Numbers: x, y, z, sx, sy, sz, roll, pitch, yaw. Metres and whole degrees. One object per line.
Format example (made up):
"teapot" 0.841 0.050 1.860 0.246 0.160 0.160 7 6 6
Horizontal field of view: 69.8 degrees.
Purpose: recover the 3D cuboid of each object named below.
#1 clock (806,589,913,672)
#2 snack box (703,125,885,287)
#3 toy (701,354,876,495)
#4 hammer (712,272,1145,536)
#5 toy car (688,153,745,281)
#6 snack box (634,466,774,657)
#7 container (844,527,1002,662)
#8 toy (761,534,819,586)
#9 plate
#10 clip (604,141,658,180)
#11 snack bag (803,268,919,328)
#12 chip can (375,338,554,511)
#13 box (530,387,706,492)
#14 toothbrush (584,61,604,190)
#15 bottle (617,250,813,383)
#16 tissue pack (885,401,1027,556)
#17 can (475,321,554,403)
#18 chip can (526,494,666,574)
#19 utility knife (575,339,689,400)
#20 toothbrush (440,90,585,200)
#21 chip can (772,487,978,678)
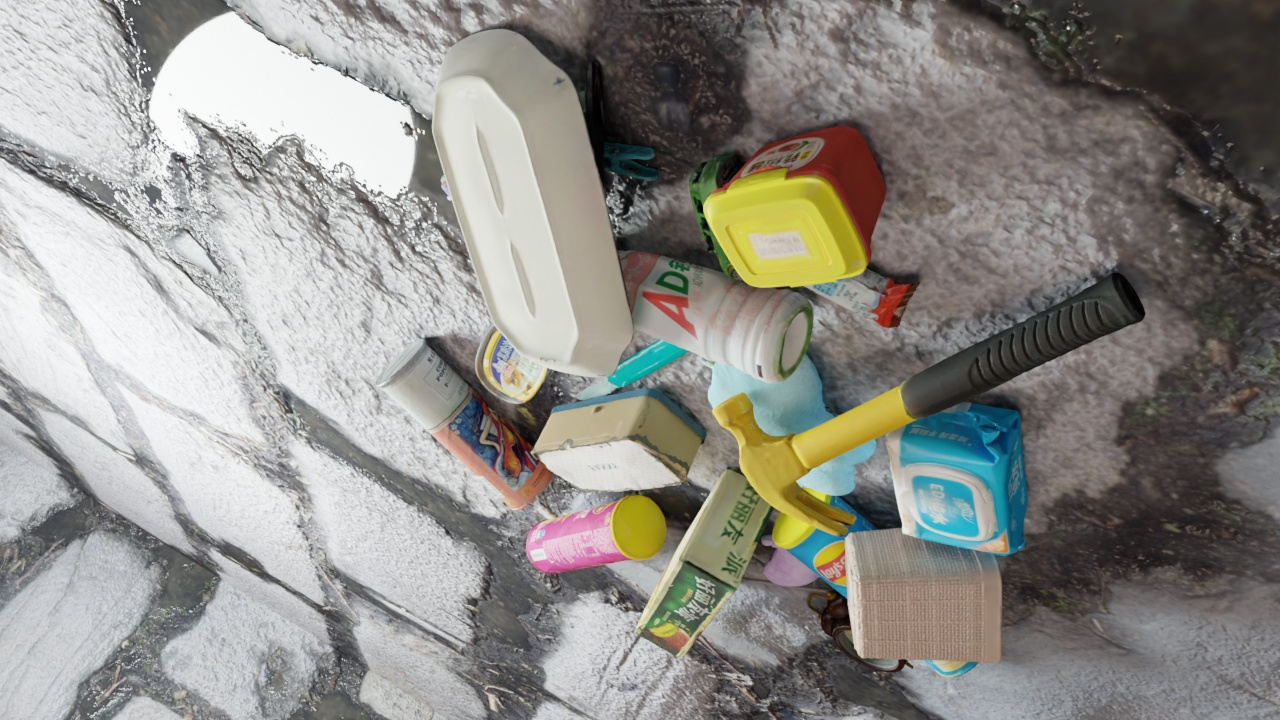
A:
"clock" 0.227 0.265 0.929 0.122 0.055 0.082 24 146 17
"snack box" 0.099 -0.094 0.561 0.091 0.079 0.082 -4 131 42
"toy" 0.116 0.046 0.747 0.156 0.049 0.162 20 136 6
"hammer" 0.185 0.028 0.620 0.302 0.032 0.129 -34 88 39
"toy car" 0.061 -0.096 0.624 0.036 0.043 0.091 4 135 33
"snack box" 0.063 0.215 0.949 0.063 0.114 0.241 28 146 7
"container" 0.228 0.189 0.751 0.111 0.089 0.090 -4 109 9
"toy" 0.155 0.198 0.911 0.084 0.038 0.108 0 147 -3
"plate" -0.088 -0.101 0.673 0.162 0.034 0.266 11 123 44
"clip" -0.013 -0.144 0.652 0.056 0.014 0.042 15 142 22
"snack bag" 0.134 -0.057 0.627 0.104 0.026 0.048 27 139 11
"chip can" -0.192 0.075 1.023 0.071 0.071 0.215 -16 123 49
"box" -0.020 0.081 0.891 0.185 0.061 0.090 -13 134 45
"toothbrush" -0.032 -0.118 0.650 0.018 0.015 0.181 29 131 41
"bottle" 0.029 -0.043 0.692 0.197 0.068 0.068 21 145 28
"tissue pack" 0.239 0.089 0.690 0.090 0.063 0.140 8 139 33
"can" -0.108 -0.013 0.862 0.074 0.049 0.148 35 147 -2
"chip can" -0.057 0.208 1.080 0.071 0.071 0.211 44 146 -15
"utility knife" -0.005 0.005 0.830 0.029 0.013 0.216 36 145 -17
"toothbrush" -0.097 -0.162 0.694 0.020 0.029 0.190 4 167 -41
"chip can" 0.221 0.202 0.840 0.210 0.071 0.071 40 146 -10
